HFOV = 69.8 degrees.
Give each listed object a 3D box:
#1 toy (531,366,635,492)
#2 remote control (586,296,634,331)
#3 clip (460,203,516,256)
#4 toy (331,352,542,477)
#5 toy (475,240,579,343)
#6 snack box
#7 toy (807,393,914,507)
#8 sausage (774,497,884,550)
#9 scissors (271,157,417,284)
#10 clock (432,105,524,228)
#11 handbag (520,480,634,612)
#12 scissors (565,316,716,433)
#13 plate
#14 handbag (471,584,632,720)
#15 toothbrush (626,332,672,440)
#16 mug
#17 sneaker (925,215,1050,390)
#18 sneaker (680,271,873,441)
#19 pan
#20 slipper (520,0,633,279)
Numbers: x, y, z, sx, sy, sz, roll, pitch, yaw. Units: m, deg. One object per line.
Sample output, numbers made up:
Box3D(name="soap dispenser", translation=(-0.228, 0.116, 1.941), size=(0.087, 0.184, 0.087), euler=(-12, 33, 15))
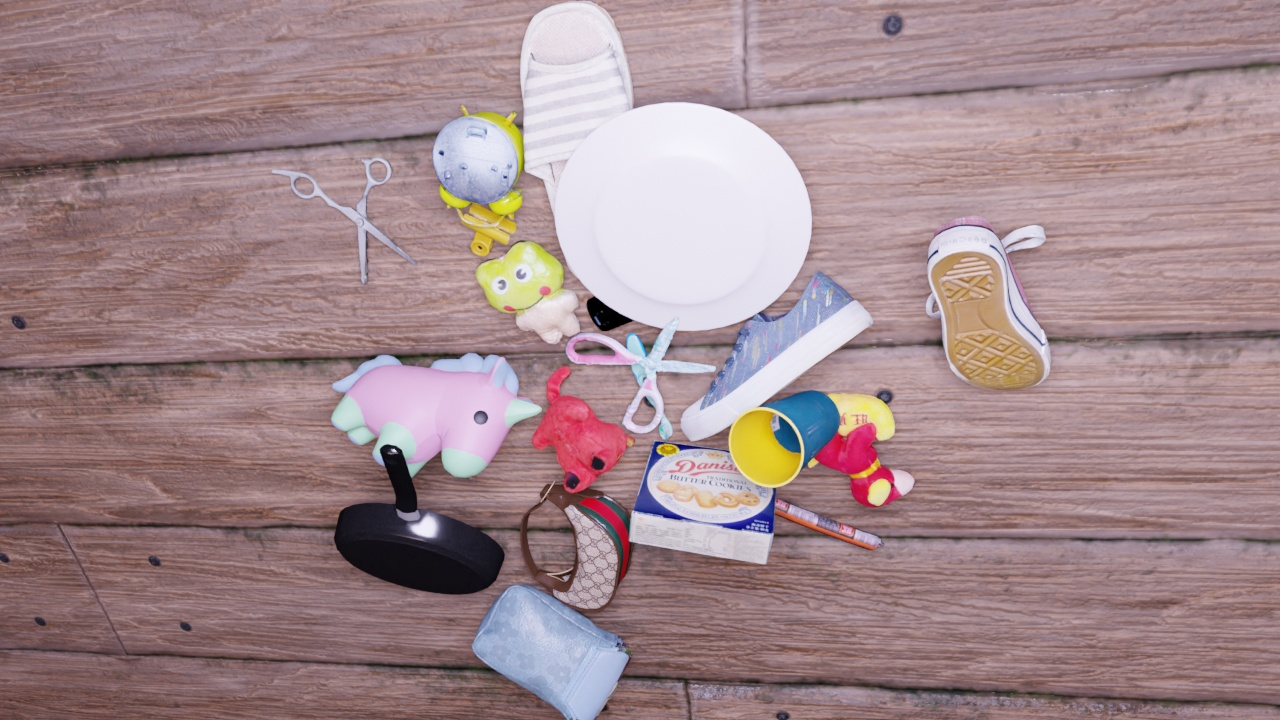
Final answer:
Box3D(name="toy", translation=(-0.067, 0.072, 1.023), size=(0.088, 0.093, 0.133), euler=(-28, 83, 32))
Box3D(name="remote control", translation=(0.012, -0.067, 0.937), size=(0.152, 0.020, 0.041), euler=(-20, 114, 28))
Box3D(name="clip", translation=(-0.158, -0.129, 0.936), size=(0.054, 0.045, 0.048), euler=(25, 96, -6))
Box3D(name="toy", translation=(-0.230, 0.045, 1.005), size=(0.222, 0.171, 0.120), euler=(33, 163, 25))
Box3D(name="toy", translation=(-0.111, -0.066, 0.954), size=(0.092, 0.043, 0.118), euler=(-26, 113, 22))
Box3D(name="snack box", translation=(0.071, 0.147, 0.982), size=(0.144, 0.144, 0.043), euler=(8, 119, 7))
Box3D(name="toy", translation=(0.227, 0.097, 0.976), size=(0.106, 0.067, 0.137), euler=(-20, 106, 28))
Box3D(name="sausage", translation=(0.207, 0.187, 1.053), size=(0.155, 0.020, 0.020), euler=(21, 121, -2))
Box3D(name="scissors", translation=(-0.305, -0.156, 0.956), size=(0.175, 0.014, 0.142), euler=(27, 117, -4))
Box3D(name="clock", translation=(-0.154, -0.183, 0.883), size=(0.083, 0.057, 0.119), euler=(10, 116, 3))
Box3D(name="handbag", translation=(-0.081, 0.221, 1.106), size=(0.138, 0.063, 0.167), euler=(16, 122, 12))
Box3D(name="scissors", translation=(0.004, 0.019, 0.977), size=(0.171, 0.014, 0.169), euler=(3, 124, 24))
Box3D(name="plate", translation=(0.037, -0.122, 0.860), size=(0.242, 0.016, 0.243), euler=(5, 129, 6))
Box3D(name="handbag", translation=(-0.113, 0.371, 1.169), size=(0.192, 0.119, 0.121), euler=(29, 81, 4))
Box3D(name="toothbrush", translation=(0.010, 0.030, 1.001), size=(0.022, 0.017, 0.135), euler=(-7, 119, 27))
Box3D(name="mug", translation=(0.149, 0.071, 0.912), size=(0.078, 0.121, 0.078), euler=(9, 106, 31))
Box3D(name="sneaker", translation=(0.321, -0.059, 0.853), size=(0.118, 0.087, 0.241), euler=(-10, 141, 28))
Box3D(name="sneaker", translation=(0.119, -0.001, 0.931), size=(0.236, 0.087, 0.079), euler=(-39, 82, 29))
Box3D(name="pan", translation=(-0.261, 0.191, 1.039), size=(0.204, 0.044, 0.356), euler=(11, 149, 1))
Box3D(name="slipper", translation=(-0.052, -0.193, 0.868), size=(0.114, 0.053, 0.273), euler=(2, 120, 15))
